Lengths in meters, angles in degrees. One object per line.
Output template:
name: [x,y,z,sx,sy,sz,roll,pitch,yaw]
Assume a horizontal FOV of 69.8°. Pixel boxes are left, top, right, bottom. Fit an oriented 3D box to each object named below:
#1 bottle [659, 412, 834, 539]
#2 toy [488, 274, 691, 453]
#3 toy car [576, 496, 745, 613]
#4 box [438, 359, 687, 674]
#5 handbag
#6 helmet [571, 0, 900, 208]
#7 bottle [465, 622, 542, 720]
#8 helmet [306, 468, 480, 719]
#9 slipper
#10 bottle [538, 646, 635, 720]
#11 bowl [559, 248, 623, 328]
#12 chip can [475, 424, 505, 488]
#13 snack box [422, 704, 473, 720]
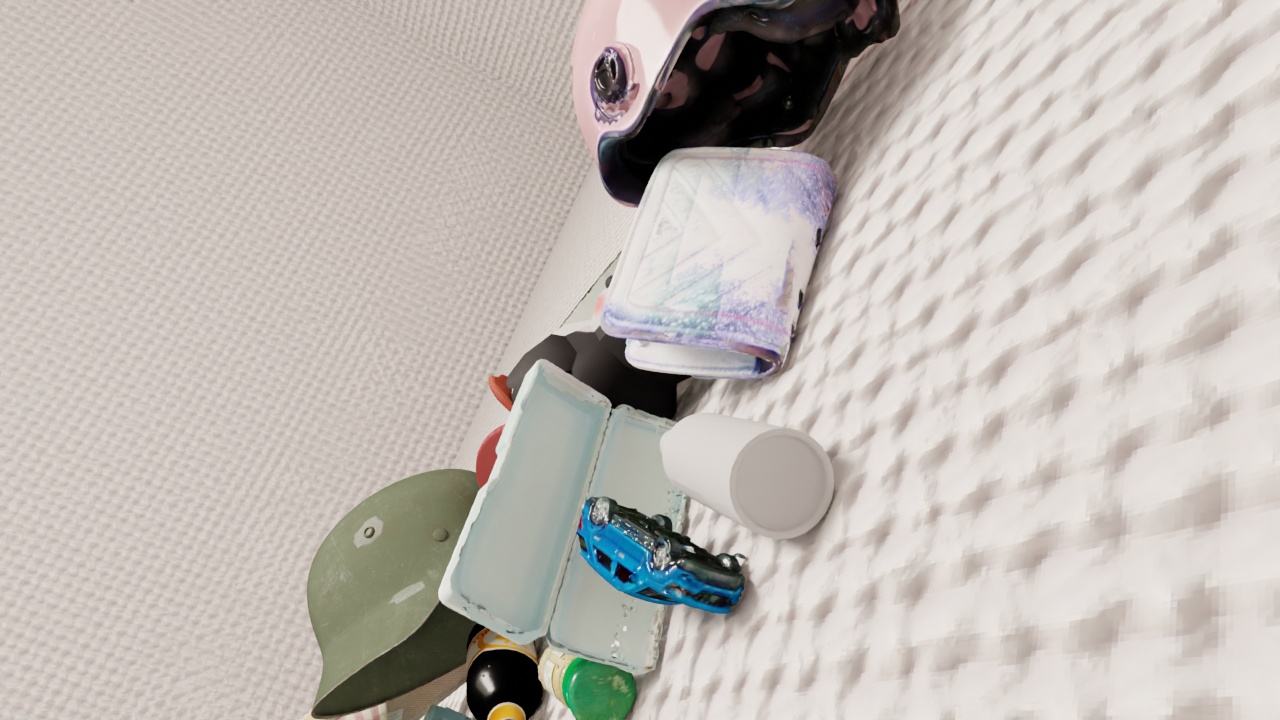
bottle: [0.044,0.057,0.519,0.052,0.052,0.195,-64,11,-5]
toy: [-0.004,0.004,0.723,0.184,0.159,0.140,-49,54,18]
toy car: [0.008,0.110,0.505,0.120,0.056,0.043,14,82,58]
box: [-0.039,0.095,0.592,0.196,0.136,0.044,-75,12,-45]
handbag: [0.057,-0.065,0.624,0.069,0.127,0.158,55,-131,-53]
helmet: [0.046,-0.235,0.680,0.229,0.152,0.256,-21,-20,-42]
bottle: [-0.108,0.258,0.725,0.059,0.059,0.182,-63,12,0]
helmet: [-0.199,0.189,0.844,0.268,0.153,0.227,-32,-21,3]
slipper: [-0.258,0.367,0.919,0.052,0.115,0.262,21,44,41]
bottle: [-0.037,0.203,0.583,0.043,0.043,0.111,-67,11,-17]
bowl: [-0.014,-0.067,0.957,0.153,0.073,0.153,-50,3,4]
chip can: [-0.081,0.067,0.868,0.087,0.087,0.213,-59,0,18]
snack box: [-0.217,0.418,0.871,0.175,0.053,0.074,-58,10,20]
